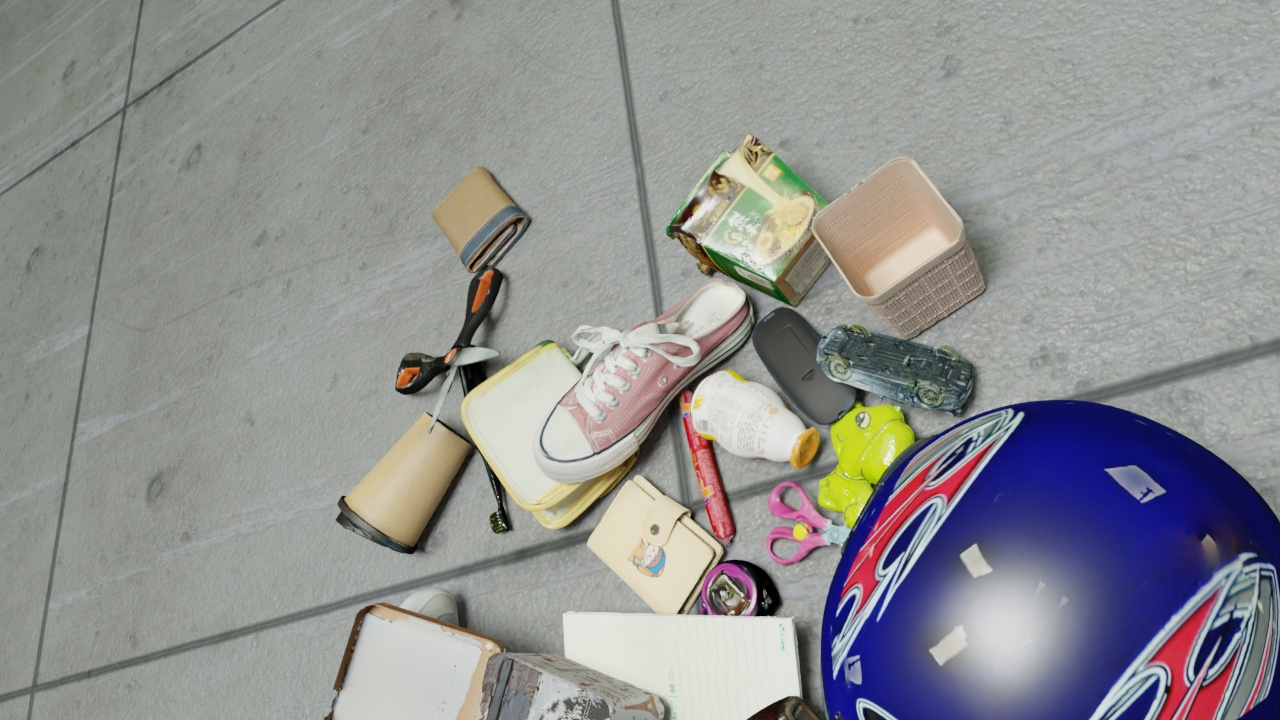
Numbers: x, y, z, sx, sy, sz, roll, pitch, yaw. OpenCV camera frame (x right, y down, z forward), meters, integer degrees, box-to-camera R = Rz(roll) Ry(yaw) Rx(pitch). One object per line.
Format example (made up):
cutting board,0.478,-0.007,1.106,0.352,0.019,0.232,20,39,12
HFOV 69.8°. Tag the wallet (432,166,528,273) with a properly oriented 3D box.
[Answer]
wallet,-0.185,-0.161,1.045,0.090,0.033,0.115,-45,53,7

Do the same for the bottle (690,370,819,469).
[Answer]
bottle,0.095,0.052,0.762,0.108,0.063,0.063,27,87,37

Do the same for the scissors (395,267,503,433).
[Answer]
scissors,-0.199,-0.011,0.956,0.222,0.021,0.234,-24,38,42

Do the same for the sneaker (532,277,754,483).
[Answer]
sneaker,-0.005,0.005,0.796,0.241,0.088,0.118,-40,53,-6

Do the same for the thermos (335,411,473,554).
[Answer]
thermos,-0.238,0.127,0.935,0.093,0.093,0.143,29,81,37

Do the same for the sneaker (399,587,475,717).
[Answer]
sneaker,-0.190,0.328,0.821,0.091,0.089,0.241,-4,70,29

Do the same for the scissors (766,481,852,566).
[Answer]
scissors,0.149,0.125,0.706,0.138,0.017,0.073,-8,78,49

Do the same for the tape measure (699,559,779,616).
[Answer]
tape measure,0.078,0.189,0.735,0.057,0.039,0.058,-51,53,5

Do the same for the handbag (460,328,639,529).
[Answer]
handbag,-0.063,0.053,0.875,0.178,0.063,0.163,-38,55,-4

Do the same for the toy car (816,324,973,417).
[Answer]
toy car,0.197,0.007,0.716,0.121,0.037,0.054,19,47,23

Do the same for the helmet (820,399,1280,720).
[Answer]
helmet,0.219,0.172,0.529,0.247,0.240,0.315,35,92,38

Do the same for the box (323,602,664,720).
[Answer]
box,-0.132,0.312,0.729,0.260,0.110,0.178,9,79,33

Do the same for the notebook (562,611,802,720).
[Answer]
notebook,0.031,0.276,0.726,0.210,0.012,0.150,-8,83,30

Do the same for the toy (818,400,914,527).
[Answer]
toy,0.179,0.081,0.718,0.100,0.031,0.096,-53,52,10

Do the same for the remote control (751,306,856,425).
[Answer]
remote control,0.132,-0.001,0.770,0.053,0.024,0.136,-42,43,10

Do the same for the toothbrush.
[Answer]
toothbrush,-0.161,0.078,0.939,0.027,0.026,0.212,-22,61,9

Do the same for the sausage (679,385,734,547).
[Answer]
sausage,0.056,0.089,0.801,0.020,0.020,0.155,-26,59,22

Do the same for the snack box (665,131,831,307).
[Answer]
snack box,0.108,-0.111,0.796,0.105,0.118,0.117,40,94,26

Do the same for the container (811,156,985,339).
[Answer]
container,0.206,-0.080,0.714,0.090,0.111,0.089,-36,56,16

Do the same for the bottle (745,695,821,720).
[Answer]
bottle,0.063,0.329,0.672,0.080,0.044,0.195,48,111,14

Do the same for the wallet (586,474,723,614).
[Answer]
wallet,0.012,0.160,0.796,0.115,0.024,0.087,36,97,38
